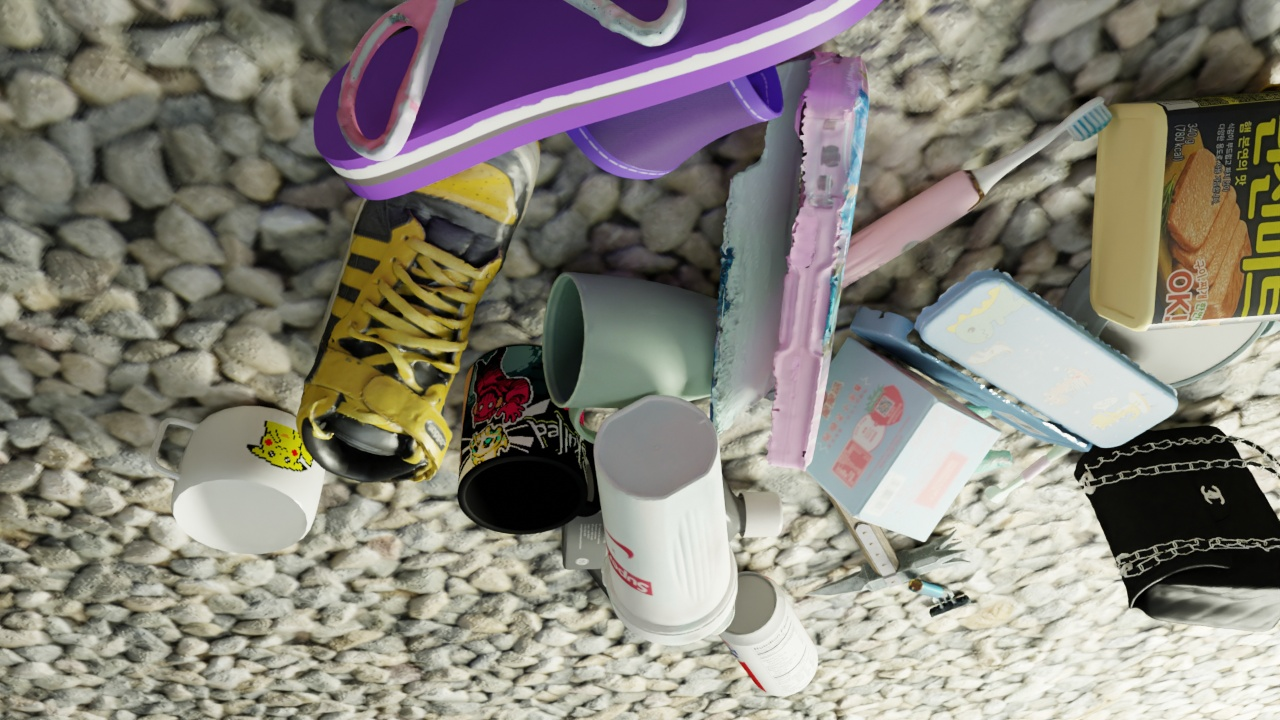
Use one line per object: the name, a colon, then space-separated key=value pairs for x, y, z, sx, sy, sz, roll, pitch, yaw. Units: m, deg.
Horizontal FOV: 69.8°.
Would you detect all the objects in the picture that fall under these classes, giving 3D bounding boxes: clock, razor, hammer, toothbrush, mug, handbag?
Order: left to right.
mug: x=-0.279 y=0.078 z=0.635 sx=0.115 sy=0.068 sz=0.094 roll=32 pitch=123 yaw=-32
mug: x=-0.066 y=0.061 z=0.622 sx=0.082 sy=0.098 sz=0.118 roll=-37 pitch=128 yaw=27
mug: x=-0.003 y=0.003 z=0.577 sx=0.104 sy=0.084 sz=0.111 roll=3 pitch=113 yaw=-23
hammer: x=0.159 y=0.105 z=0.742 sx=0.147 sy=0.028 sz=0.317 roll=-23 pitch=133 yaw=15
toothbrush: x=0.172 y=-0.088 z=0.552 sx=0.223 sy=0.026 sz=0.027 roll=-32 pitch=171 yaw=23
razor: x=0.272 y=0.217 z=0.856 sx=0.042 sy=0.022 sz=0.144 roll=-29 pitch=148 yaw=18
toothbrush: x=0.339 y=0.067 z=0.735 sx=0.022 sy=0.015 sz=0.155 roll=21 pitch=128 yaw=-27
clock: x=0.364 y=-0.037 z=0.613 sx=0.159 sy=0.045 sz=0.122 roll=-21 pitch=134 yaw=16
handbag: x=0.415 y=0.113 z=0.694 sx=0.125 sy=0.153 sz=0.115 roll=0 pitch=138 yaw=0

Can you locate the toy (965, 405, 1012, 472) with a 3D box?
toy: x=0.228 y=0.062 z=0.691 sx=0.085 sy=0.033 sz=0.105 roll=-8 pitch=149 yaw=27

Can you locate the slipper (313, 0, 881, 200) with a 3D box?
slipper: x=-0.015 y=-0.131 z=0.437 sx=0.267 sy=0.107 sz=0.084 roll=-18 pitch=144 yaw=12

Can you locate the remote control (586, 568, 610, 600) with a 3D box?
remote control: x=-0.022 y=0.197 z=0.821 sx=0.033 sy=0.015 sz=0.147 roll=-17 pitch=134 yaw=11

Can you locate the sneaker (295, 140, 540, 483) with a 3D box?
sneaker: x=-0.129 y=-0.023 z=0.516 sx=0.086 sy=0.122 sz=0.239 roll=17 pitch=131 yaw=-24

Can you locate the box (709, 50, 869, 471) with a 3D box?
box: x=0.077 y=-0.051 z=0.517 sx=0.071 sy=0.084 sz=0.231 roll=6 pitch=125 yaw=8

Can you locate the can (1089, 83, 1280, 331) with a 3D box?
can: x=0.319 y=-0.084 z=0.513 sx=0.101 sy=0.072 sz=0.131 roll=-4 pitch=106 yaw=1

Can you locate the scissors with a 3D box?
scissors: x=-0.062 y=-0.157 z=0.386 sx=0.177 sy=0.170 sz=0.013 roll=20 pitch=177 yaw=16

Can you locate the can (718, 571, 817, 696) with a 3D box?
can: x=0.116 y=0.256 z=0.857 sx=0.070 sy=0.070 sz=0.132 roll=-20 pitch=134 yaw=12

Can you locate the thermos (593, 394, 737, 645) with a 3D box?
thermos: x=0.015 y=0.112 z=0.608 sx=0.099 sy=0.099 sz=0.221 roll=-7 pitch=142 yaw=0

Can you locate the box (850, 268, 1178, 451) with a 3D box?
box: x=0.247 y=0.010 z=0.608 sx=0.209 sy=0.043 sz=0.125 roll=26 pitch=157 yaw=-26

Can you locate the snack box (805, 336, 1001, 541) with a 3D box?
snack box: x=0.166 y=0.053 z=0.622 sx=0.079 sy=0.095 sz=0.093 roll=22 pitch=104 yaw=-34

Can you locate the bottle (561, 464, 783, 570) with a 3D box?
bottle: x=0.025 y=0.124 z=0.732 sx=0.174 sy=0.046 sz=0.084 roll=0 pitch=135 yaw=-7
